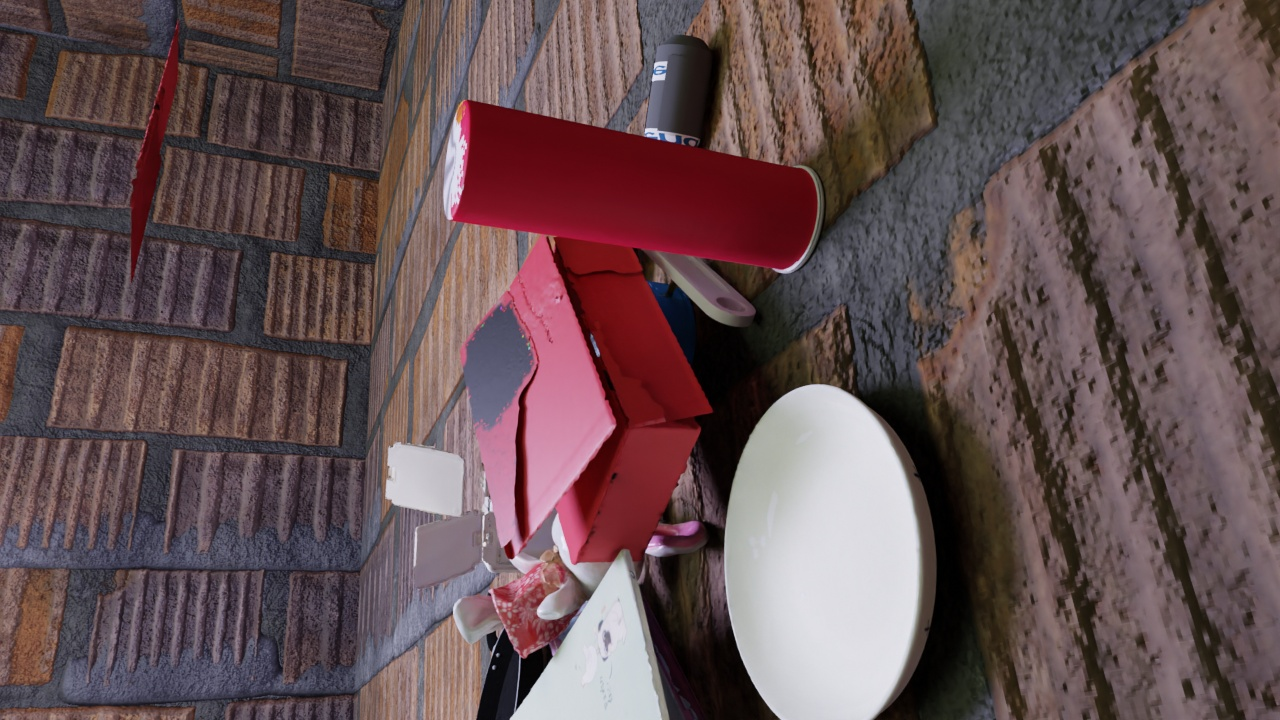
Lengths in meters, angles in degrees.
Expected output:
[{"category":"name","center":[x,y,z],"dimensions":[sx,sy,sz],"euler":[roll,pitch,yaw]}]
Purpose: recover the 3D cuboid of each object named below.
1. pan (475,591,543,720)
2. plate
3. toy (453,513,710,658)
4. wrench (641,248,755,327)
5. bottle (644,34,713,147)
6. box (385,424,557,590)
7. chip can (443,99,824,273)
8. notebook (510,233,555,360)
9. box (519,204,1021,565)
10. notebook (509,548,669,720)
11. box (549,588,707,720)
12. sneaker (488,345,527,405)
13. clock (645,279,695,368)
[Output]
[{"category":"pan","center":[-0.157,0.370,1.039],"dimensions":[0.356,0.034,0.226],"euler":[-114,40,-68]},{"category":"plate","center":[0.102,0.105,0.493],"dimensions":[0.182,0.034,0.182],"euler":[-175,90,-68]},{"category":"toy","center":[-0.050,0.155,0.703],"dimensions":[0.084,0.194,0.159],"euler":[60,174,-22]},{"category":"wrench","center":[0.019,-0.095,0.720],"dimensions":[0.273,0.086,0.018],"euler":[49,130,47]},{"category":"bottle","center":[0.029,-0.199,0.731],"dimensions":[0.047,0.047,0.112],"euler":[-153,70,-66]},{"category":"box","center":[-0.141,0.141,0.868],"dimensions":[0.069,0.191,0.143],"euler":[-152,63,-65]},{"category":"chip can","center":[-0.002,-0.101,0.551],"dimensions":[0.069,0.220,0.069],"euler":[-175,91,-68]},{"category":"notebook","center":[-0.087,-0.090,0.907],"dimensions":[0.179,0.014,0.249],"euler":[-62,20,15]},{"category":"box","center":[0.073,0.006,0.682],"dimensions":[0.213,0.325,0.153],"euler":[-115,20,-46]},{"category":"notebook","center":[-0.043,0.276,0.614],"dimensions":[0.253,0.010,0.181],"euler":[-60,31,34]},{"category":"box","center":[-0.004,0.244,0.683],"dimensions":[0.077,0.096,0.214],"euler":[-51,30,8]},{"category":"sneaker","center":[-0.107,0.016,0.964],"dimensions":[0.236,0.079,0.084],"euler":[172,103,-67]},{"category":"clock","center":[-0.004,0.004,0.747],"dimensions":[0.117,0.060,0.161],"euler":[-164,79,-66]}]
